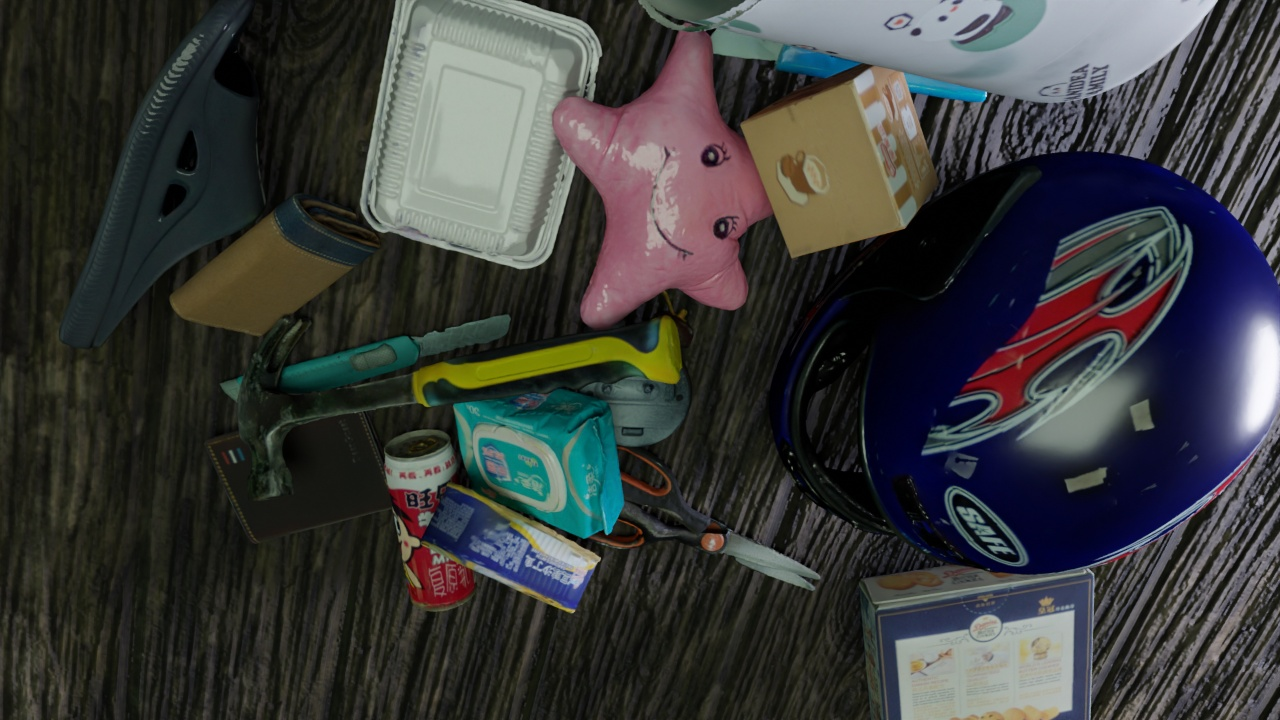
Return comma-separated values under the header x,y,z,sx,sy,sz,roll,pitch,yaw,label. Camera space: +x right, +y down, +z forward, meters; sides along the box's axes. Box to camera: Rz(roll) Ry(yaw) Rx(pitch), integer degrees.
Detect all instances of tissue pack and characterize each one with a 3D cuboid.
x,y,z,sx,sy,sz,roll,pitch,yaw,label
-0.071,0.066,0.655,0.134,0.050,0.093,13,123,35,tissue pack

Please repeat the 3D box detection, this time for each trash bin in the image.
x,y,z,sx,sy,sz,roll,pitch,yaw,label
0.154,-0.250,0.460,0.251,0.229,0.230,6,113,-30,trash bin

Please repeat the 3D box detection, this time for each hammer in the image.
x,y,z,sx,sy,sz,roll,pitch,yaw,label
-0.131,0.012,0.618,0.324,0.032,0.126,-10,84,16,hammer

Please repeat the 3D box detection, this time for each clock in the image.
x,y,z,sx,sy,sz,roll,pitch,yaw,label
-0.004,0.004,0.666,0.082,0.055,0.122,3,110,-3,clock

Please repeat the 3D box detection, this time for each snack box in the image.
x,y,z,sx,sy,sz,roll,pitch,yaw,label
0.128,-0.130,0.582,0.077,0.094,0.093,-12,110,36,snack box
0.287,0.257,0.783,0.178,0.045,0.183,-9,112,1,snack box

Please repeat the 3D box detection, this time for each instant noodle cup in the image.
x,y,z,sx,sy,sz,roll,pitch,yaw,label
-0.108,-0.147,0.600,0.138,0.060,0.174,14,111,-8,instant noodle cup

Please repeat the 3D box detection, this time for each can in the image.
x,y,z,sx,sy,sz,roll,pitch,yaw,label
-0.094,0.142,0.684,0.148,0.075,0.049,38,71,-41,can
-0.161,0.123,0.705,0.053,0.053,0.133,-5,112,-1,can

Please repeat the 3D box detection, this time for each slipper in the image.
x,y,z,sx,sy,sz,roll,pitch,yaw,label
-0.289,-0.109,0.591,0.083,0.110,0.269,25,114,-27,slipper

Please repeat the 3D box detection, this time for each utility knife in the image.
x,y,z,sx,sy,sz,roll,pitch,yaw,label
0.138,-0.201,0.612,0.194,0.018,0.034,6,112,-3,utility knife
-0.202,0.000,0.677,0.223,0.013,0.029,-15,110,3,utility knife

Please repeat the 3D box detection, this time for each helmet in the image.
x,y,z,sx,sy,sz,roll,pitch,yaw,label
0.236,0.018,0.584,0.316,0.240,0.247,-41,107,14,helmet

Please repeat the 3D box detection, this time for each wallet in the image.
x,y,z,sx,sy,sz,roll,pitch,yaw,label
-0.257,0.085,0.706,0.122,0.020,0.096,-15,111,1,wallet
-0.243,-0.062,0.618,0.115,0.090,0.033,-36,75,11,wallet

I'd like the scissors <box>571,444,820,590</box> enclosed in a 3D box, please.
x,y,z,sx,sy,sz,roll,pitch,yaw,label
0.052,0.126,0.734,0.235,0.021,0.143,5,111,-4,scissors

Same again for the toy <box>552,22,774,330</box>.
x,y,z,sx,sy,sz,roll,pitch,yaw,label
0.032,-0.120,0.608,0.178,0.074,0.195,-13,112,-19,toy
